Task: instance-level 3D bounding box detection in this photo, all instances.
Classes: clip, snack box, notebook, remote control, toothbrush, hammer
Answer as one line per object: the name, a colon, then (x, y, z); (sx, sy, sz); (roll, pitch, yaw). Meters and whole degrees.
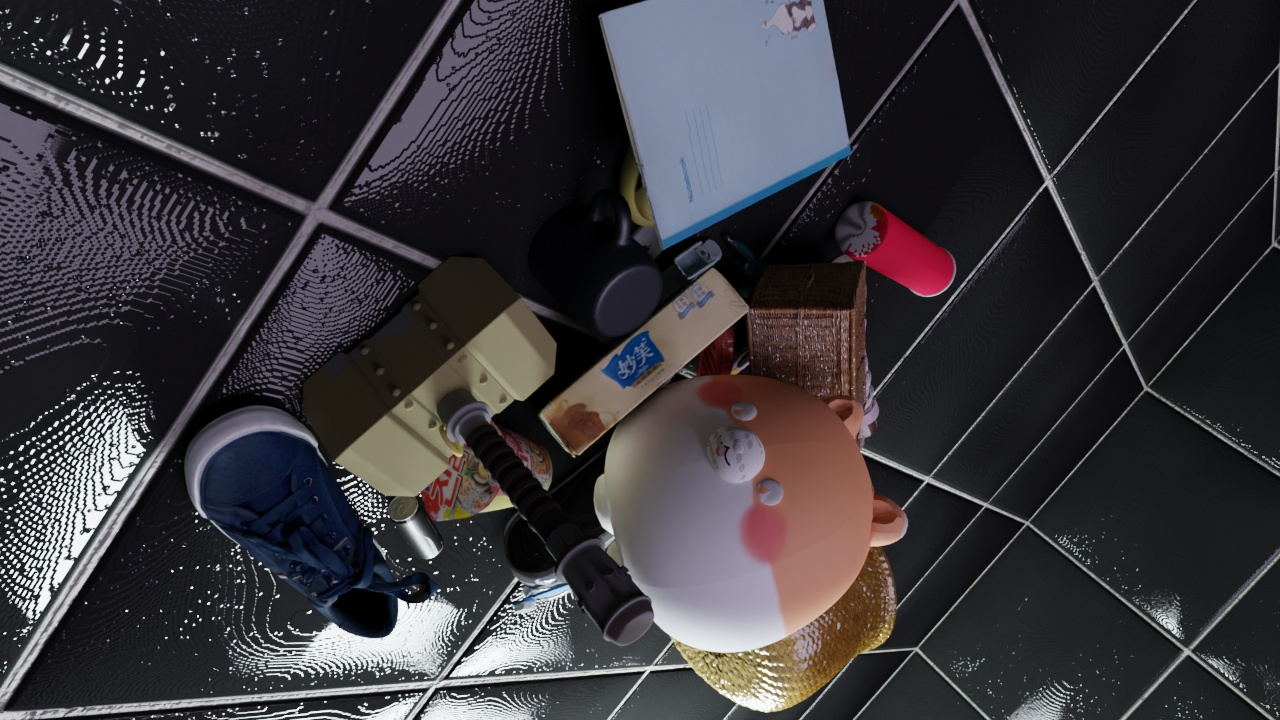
clip: (0.010, -0.063, 0.887); (0.165, 0.031, 0.168); (-35, -179, 17)
snack box: (-0.005, 0.005, 0.883); (0.207, 0.055, 0.153); (-40, -178, -9)
notebook: (0.083, -0.219, 0.754); (0.252, 0.009, 0.181); (-31, 116, -34)
remote control: (0.000, -0.107, 0.883); (0.146, 0.008, 0.045); (-48, 145, 3)
toothbrush: (-0.094, 0.255, 1.001); (0.016, 0.014, 0.167); (13, 151, -34)
hammer: (-0.099, 0.082, 0.690); (0.190, 0.325, 0.101); (-42, 145, -6)

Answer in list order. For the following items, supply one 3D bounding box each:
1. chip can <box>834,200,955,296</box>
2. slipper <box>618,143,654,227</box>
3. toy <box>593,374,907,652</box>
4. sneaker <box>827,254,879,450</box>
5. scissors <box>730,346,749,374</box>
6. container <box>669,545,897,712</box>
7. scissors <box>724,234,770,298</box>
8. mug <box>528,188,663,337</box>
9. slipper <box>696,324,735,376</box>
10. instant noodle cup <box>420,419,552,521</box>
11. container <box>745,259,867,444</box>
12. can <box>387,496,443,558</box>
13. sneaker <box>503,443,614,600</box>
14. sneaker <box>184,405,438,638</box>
chip can: (0.319, -0.135, 1.137); (0.220, 0.069, 0.069); (14, 115, -51)
slipper: (0.051, -0.194, 0.786); (0.091, 0.081, 0.191); (-10, 129, -44)
toy: (0.098, 0.137, 0.887); (0.281, 0.262, 0.266); (-17, 149, 3)
sneaker: (0.244, 0.010, 1.108); (0.111, 0.116, 0.294); (-34, 143, -28)
scissors: (0.103, 0.026, 1.124); (0.131, 0.011, 0.125); (-48, 146, -1)
container: (0.154, 0.301, 1.205); (0.196, 0.307, 0.308); (-27, 142, -32)
scissors: (0.109, -0.094, 1.002); (0.118, 0.019, 0.151); (-37, 146, -14)
mug: (-0.033, -0.090, 0.789); (0.085, 0.094, 0.122); (-17, 136, -36)
slipper: (0.096, 0.052, 1.049); (0.059, 0.103, 0.249); (-2, 125, -7)
instant noodle cup: (-0.140, 0.102, 0.882); (0.100, 0.100, 0.112); (-53, 153, 9)
container: (0.183, -0.003, 0.993); (0.113, 0.113, 0.199); (-60, 149, -54)
can: (-0.221, 0.164, 0.905); (0.031, 0.031, 0.081); (-34, 144, -17)
sneaker: (-0.039, 0.185, 1.082); (0.256, 0.093, 0.161); (-35, 153, -17)
sneaker: (-0.267, 0.154, 0.768); (0.120, 0.127, 0.295); (-33, 142, -16)
